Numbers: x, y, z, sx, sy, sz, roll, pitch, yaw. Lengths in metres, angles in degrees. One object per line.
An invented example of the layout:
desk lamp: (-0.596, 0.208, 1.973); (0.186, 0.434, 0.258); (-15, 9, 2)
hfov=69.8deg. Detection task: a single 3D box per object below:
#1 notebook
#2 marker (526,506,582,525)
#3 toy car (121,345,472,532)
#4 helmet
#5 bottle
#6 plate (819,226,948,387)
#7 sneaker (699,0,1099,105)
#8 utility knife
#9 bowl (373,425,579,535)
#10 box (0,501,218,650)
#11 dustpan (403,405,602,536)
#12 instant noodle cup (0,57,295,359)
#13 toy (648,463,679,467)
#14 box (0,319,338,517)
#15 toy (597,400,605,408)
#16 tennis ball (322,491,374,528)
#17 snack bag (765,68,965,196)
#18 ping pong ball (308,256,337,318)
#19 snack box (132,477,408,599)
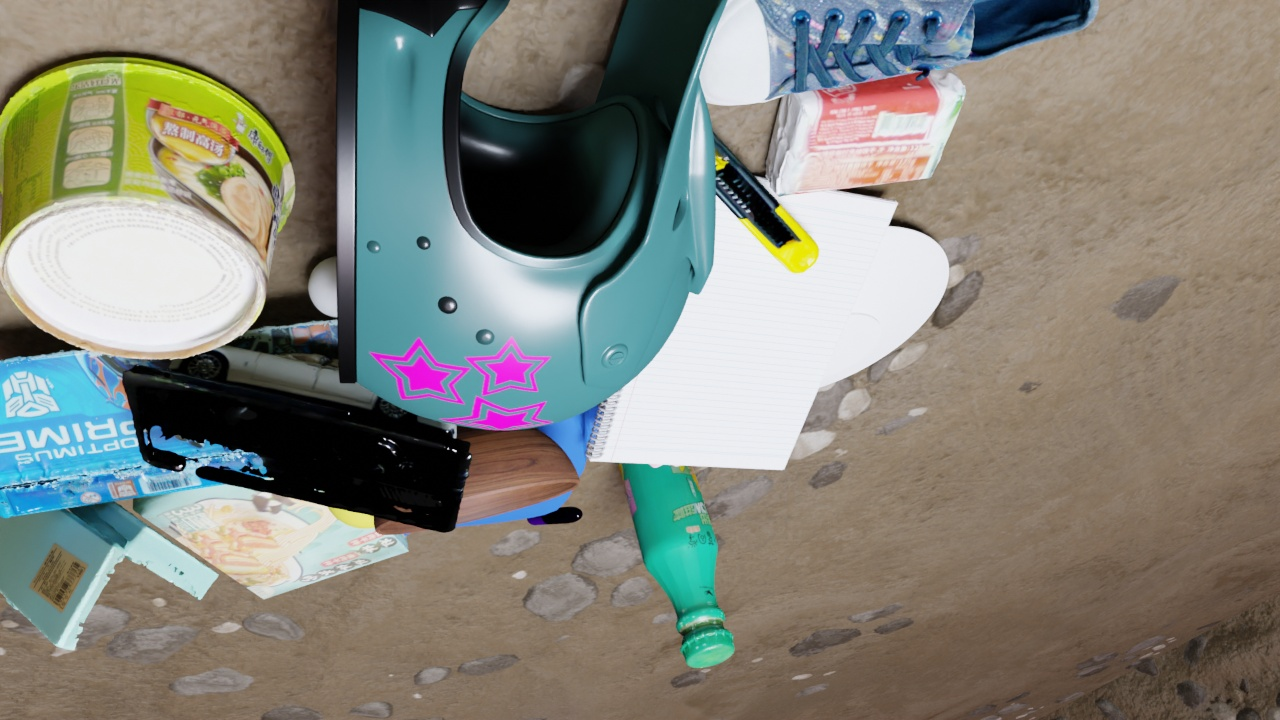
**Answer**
notebook: (0.070, -0.018, 0.686); (0.177, 0.013, 0.246); (5, 121, -21)
marker: (-0.080, 0.145, 0.861); (0.018, 0.015, 0.134); (-33, -176, -26)
toy car: (-0.195, 0.036, 0.553); (0.191, 0.071, 0.094); (13, 136, -8)
helmet: (-0.054, -0.086, 0.488); (0.200, 0.176, 0.275); (1, 130, -16)
bottle: (0.033, 0.164, 0.816); (0.068, 0.209, 0.068); (-11, 144, -8)
plate: (0.150, -0.021, 0.757); (0.229, 0.030, 0.230); (-12, 148, -8)
sneaker: (0.137, -0.188, 0.503); (0.235, 0.079, 0.087); (-17, 145, 0)
utility knife: (0.063, -0.113, 0.600); (0.029, 0.020, 0.172); (-45, 125, 10)
bowl: (-0.123, 0.074, 0.664); (0.147, 0.068, 0.147); (-14, 167, -3)
box: (-0.383, 0.138, 0.624); (0.188, 0.092, 0.077); (13, 147, 39)
dustpan: (-0.071, 0.069, 0.779); (0.257, 0.059, 0.246); (3, 141, -10)
instant noodle cup: (-0.258, -0.072, 0.481); (0.146, 0.097, 0.146); (-11, 144, -8)
toy: (0.051, 0.050, 0.767); (0.108, 0.041, 0.096); (-25, 136, -14)
box: (-0.298, 0.019, 0.610); (0.243, 0.093, 0.115); (-8, 123, -12)
toy: (-0.004, 0.004, 0.722); (0.087, 0.050, 0.112); (9, 118, -31)
tennis ball: (-0.210, 0.096, 0.705); (0.065, 0.065, 0.065); (-11, 144, -8)
snack bag: (0.143, -0.148, 0.595); (0.116, 0.036, 0.077); (-9, 144, -12)
ping pong ball: (-0.192, -0.047, 0.589); (0.040, 0.040, 0.040); (-11, 144, -8)
snack box: (-0.301, 0.128, 0.773); (0.141, 0.044, 0.194); (-19, 142, 0)
